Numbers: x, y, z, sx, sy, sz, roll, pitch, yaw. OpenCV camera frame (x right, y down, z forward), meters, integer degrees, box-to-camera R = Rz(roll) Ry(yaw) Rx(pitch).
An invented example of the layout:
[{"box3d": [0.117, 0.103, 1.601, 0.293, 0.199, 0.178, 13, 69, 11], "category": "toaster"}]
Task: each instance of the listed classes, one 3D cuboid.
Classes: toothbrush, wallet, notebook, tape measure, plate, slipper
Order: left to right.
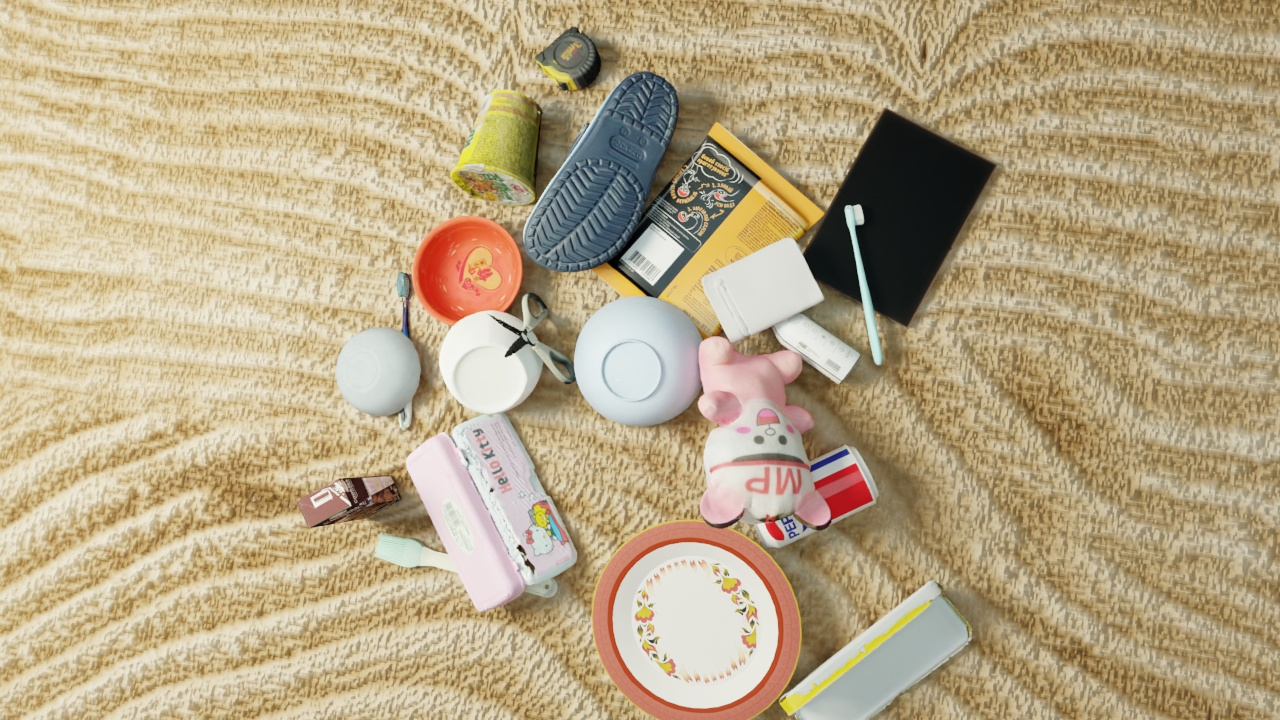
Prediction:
[{"box3d": [-0.279, -0.012, 1.081, 0.016, 0.017, 0.189, -3, 84, 10], "category": "toothbrush"}, {"box3d": [-0.078, -0.352, 1.080, 0.067, 0.038, 0.062, -44, 73, -2], "category": "tape measure"}, {"box3d": [-0.039, -0.206, 1.037, 0.105, 0.095, 0.252, 33, 84, -16], "category": "slipper"}, {"box3d": [0.059, 0.285, 0.998, 0.230, 0.021, 0.230, 1, 92, 14], "category": "plate"}, {"box3d": [0.132, -0.076, 1.004, 0.116, 0.032, 0.086, -22, 79, 5], "category": "wallet"}, {"box3d": [0.249, -0.084, 1.012, 0.016, 0.016, 0.180, -8, 85, -6], "category": "toothbrush"}, {"box3d": [0.285, -0.160, 1.027, 0.141, 0.008, 0.209, 29, 89, 5], "category": "notebook"}]

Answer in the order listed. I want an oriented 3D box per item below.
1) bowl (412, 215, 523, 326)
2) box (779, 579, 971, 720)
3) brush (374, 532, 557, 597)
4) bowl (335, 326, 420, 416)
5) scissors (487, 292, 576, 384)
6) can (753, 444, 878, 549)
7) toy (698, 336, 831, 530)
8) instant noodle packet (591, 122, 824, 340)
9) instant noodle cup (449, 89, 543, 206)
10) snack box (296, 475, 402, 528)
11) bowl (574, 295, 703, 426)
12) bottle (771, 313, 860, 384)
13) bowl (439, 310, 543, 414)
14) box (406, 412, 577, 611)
[{"box3d": [-0.195, -0.099, 1.065, 0.130, 0.045, 0.130, -1, 84, 7], "category": "bowl"}, {"box3d": [0.250, 0.323, 0.959, 0.210, 0.084, 0.080, -39, 74, 1], "category": "box"}, {"box3d": [-0.200, 0.237, 1.052, 0.218, 0.012, 0.033, 12, 86, 6], "category": "brush"}, {"box3d": [-0.311, 0.012, 1.060, 0.106, 0.039, 0.106, -1, 87, 19], "category": "bowl"}, {"box3d": [-0.116, -0.025, 1.008, 0.013, 0.157, 0.169, -28, 126, 16], "category": "scissors"}, {"box3d": [0.181, 0.147, 0.984, 0.132, 0.070, 0.070, -26, 82, 4], "category": "can"}, {"box3d": [0.118, 0.077, 0.948, 0.141, 0.084, 0.212, 11, 52, -24], "category": "toy"}, {"box3d": [0.076, -0.135, 1.040, 0.160, 0.032, 0.221, 41, 90, 2], "category": "instant noodle packet"}, {"box3d": [-0.157, -0.246, 1.054, 0.102, 0.102, 0.108, 9, 76, 7], "category": "instant noodle cup"}, {"box3d": [-0.316, 0.153, 1.007, 0.051, 0.141, 0.031, -27, 82, 3], "category": "snack box"}, {"box3d": [-0.006, 0.006, 1.002, 0.151, 0.074, 0.150, 1, 98, 9], "category": "bowl"}, {"box3d": [0.185, -0.023, 1.015, 0.116, 0.041, 0.041, 36, 89, 9], "category": "bottle"}, {"box3d": [-0.166, 0.008, 1.018, 0.116, 0.065, 0.116, -2, 111, -5], "category": "bowl"}, {"box3d": [-0.167, 0.167, 1.039, 0.101, 0.102, 0.201, -37, 78, 39], "category": "box"}]
